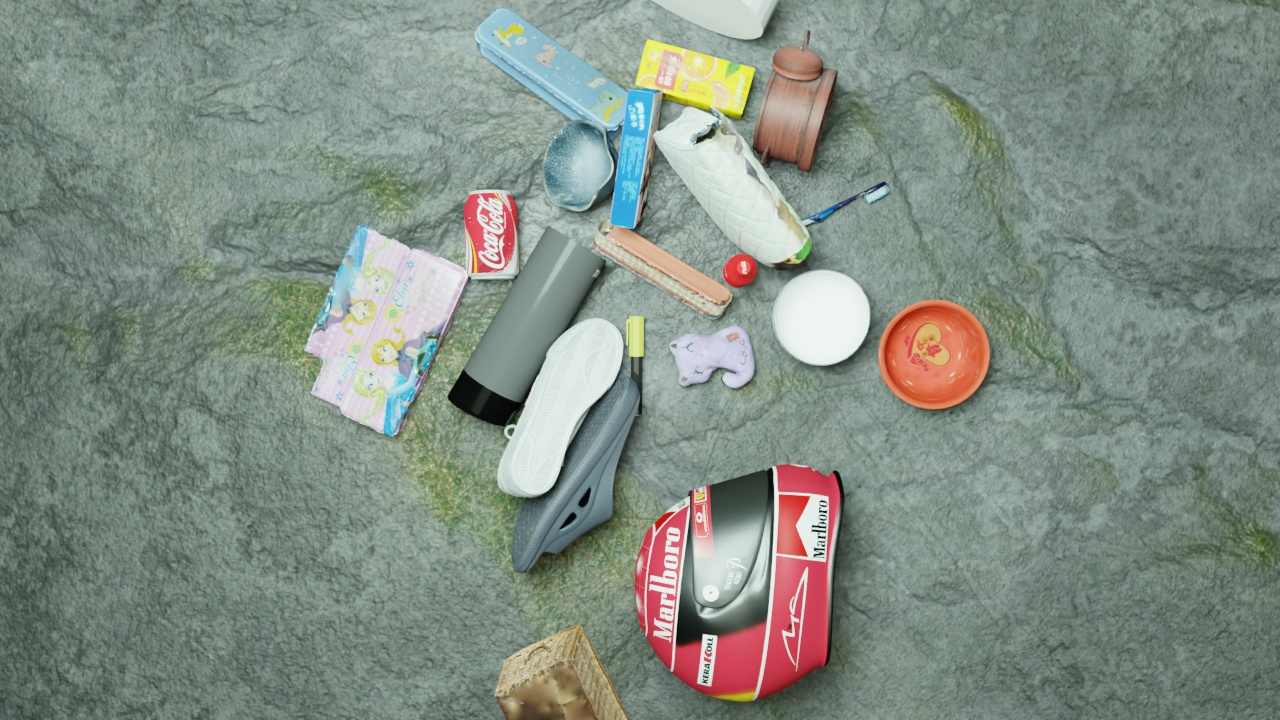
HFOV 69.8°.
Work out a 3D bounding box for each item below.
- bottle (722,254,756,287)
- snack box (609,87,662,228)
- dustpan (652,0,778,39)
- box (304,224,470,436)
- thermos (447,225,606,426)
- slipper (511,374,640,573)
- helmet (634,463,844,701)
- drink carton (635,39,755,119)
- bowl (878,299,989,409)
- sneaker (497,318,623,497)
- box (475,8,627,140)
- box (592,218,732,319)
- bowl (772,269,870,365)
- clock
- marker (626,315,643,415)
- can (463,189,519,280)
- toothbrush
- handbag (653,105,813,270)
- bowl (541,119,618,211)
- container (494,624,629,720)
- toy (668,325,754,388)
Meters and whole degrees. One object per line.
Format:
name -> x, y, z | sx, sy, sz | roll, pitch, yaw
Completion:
bottle -> 0.117, -0.106, 1.074 | 0.036, 0.119, 0.036 | 0, 93, 2
snack box -> -0.004, -0.238, 1.071 | 0.033, 0.087, 0.154 | 10, 109, 4
dustpan -> 0.036, -0.447, 1.013 | 0.257, 0.191, 0.053 | 25, 94, -23
box -> -0.329, -0.039, 1.145 | 0.159, 0.035, 0.230 | 25, 94, 1
thermos -> -0.138, -0.039, 1.111 | 0.082, 0.082, 0.240 | 31, 95, 1
slipper -> -0.065, 0.146, 1.118 | 0.083, 0.111, 0.268 | 33, 90, -19
helmet -> 0.106, 0.250, 1.060 | 0.224, 0.197, 0.271 | 5, 85, 2
drink carton -> 0.064, -0.337, 1.101 | 0.134, 0.043, 0.058 | 16, 95, 2
bowl -> 0.348, -0.008, 1.105 | 0.130, 0.045, 0.130 | 0, 93, 3
sneaker -> -0.105, 0.055, 1.102 | 0.089, 0.091, 0.241 | 34, 66, -18
box -> -0.103, -0.348, 1.103 | 0.210, 0.059, 0.068 | 36, 92, 0
box -> 0.025, -0.111, 1.126 | 0.188, 0.064, 0.056 | 33, 58, 3
bowl -> 0.214, -0.052, 1.101 | 0.113, 0.063, 0.113 | 0, 94, 3
clock -> 0.181, -0.299, 1.061 | 0.072, 0.120, 0.158 | 16, 102, 9
marker -> -0.007, 0.007, 1.139 | 0.021, 0.017, 0.124 | 1, 95, 3
can -> -0.181, -0.151, 1.115 | 0.064, 0.064, 0.105 | -1, 93, 3
toothbrush -> 0.215, -0.170, 1.118 | 0.189, 0.016, 0.017 | -26, 102, 4
handbag -> 0.108, -0.198, 1.035 | 0.072, 0.139, 0.195 | -43, 122, 1
bowl -> -0.063, -0.230, 1.100 | 0.111, 0.055, 0.110 | -3, 86, 37
container -> -0.088, 0.444, 1.123 | 0.114, 0.112, 0.198 | -26, 91, 4
toy -> 0.090, 0.000, 1.124 | 0.100, 0.036, 0.080 | -15, 92, 2
